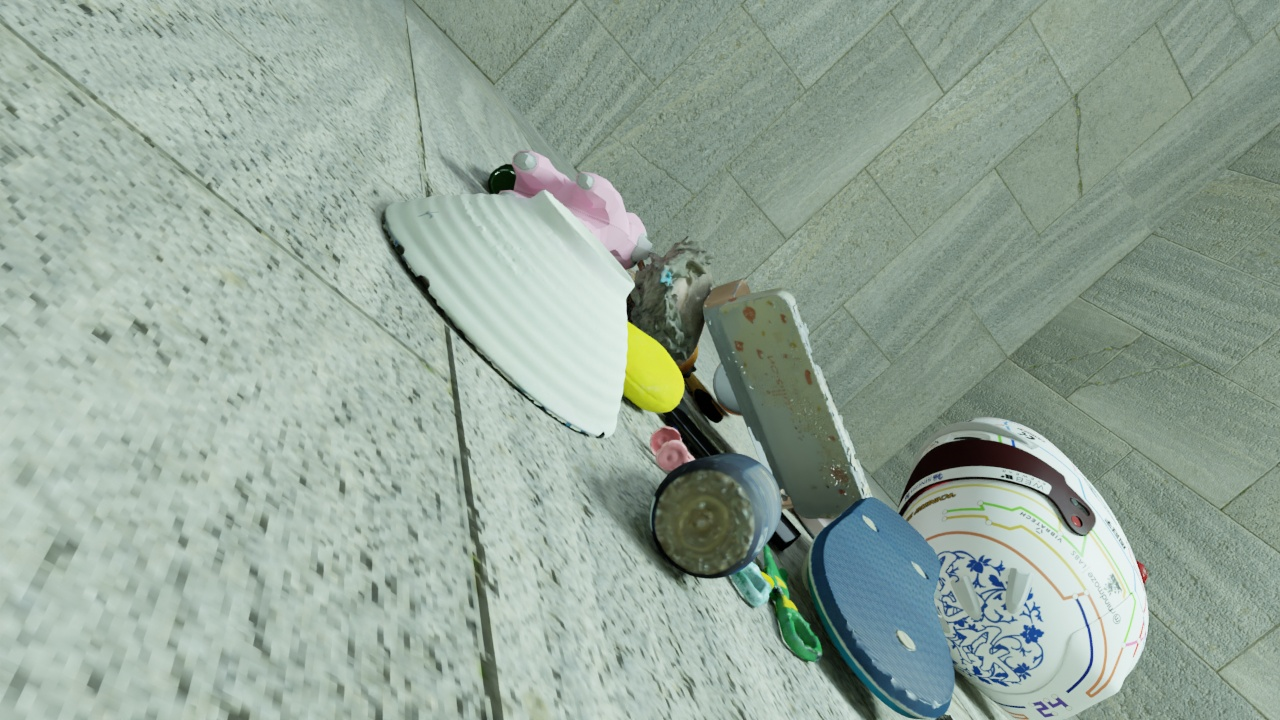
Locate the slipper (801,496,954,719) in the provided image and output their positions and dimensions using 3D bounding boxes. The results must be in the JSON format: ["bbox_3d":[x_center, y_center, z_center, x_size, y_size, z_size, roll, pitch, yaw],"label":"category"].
[{"bbox_3d":[0.161,0.167,0.651,0.118,0.060,0.294,46,18,9],"label":"slipper"}]

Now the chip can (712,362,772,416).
[{"bbox_3d":[0.112,0.029,1.002,0.062,0.062,0.210,48,1,6],"label":"chip can"}]

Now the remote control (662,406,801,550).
[{"bbox_3d":[0.069,0.087,0.708,0.140,0.021,0.045,48,6,16],"label":"remote control"}]

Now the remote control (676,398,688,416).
[{"bbox_3d":[-0.005,0.004,0.759,0.124,0.010,0.039,43,8,-23],"label":"remote control"}]

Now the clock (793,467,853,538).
[{"bbox_3d":[0.203,0.160,0.934,0.158,0.059,0.116,48,7,13],"label":"clock"}]

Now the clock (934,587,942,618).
[{"bbox_3d":[0.207,0.190,0.786,0.110,0.062,0.156,49,8,13],"label":"clock"}]

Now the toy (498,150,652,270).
[{"bbox_3d":[-0.056,-0.129,0.835,0.123,0.067,0.157,22,-2,17],"label":"toy"}]

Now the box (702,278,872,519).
[{"bbox_3d":[0.135,0.031,0.819,0.120,0.094,0.217,-62,132,-67],"label":"box"}]

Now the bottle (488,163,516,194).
[{"bbox_3d":[-0.133,-0.183,0.928,0.033,0.033,0.123,45,7,-14],"label":"bottle"}]

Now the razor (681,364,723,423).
[{"bbox_3d":[0.059,0.026,0.965,0.044,0.021,0.144,58,1,-30],"label":"razor"}]

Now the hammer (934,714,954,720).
[{"bbox_3d":[0.248,0.294,0.584,0.140,0.036,0.326,53,9,31],"label":"hammer"}]

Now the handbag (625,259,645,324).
[{"bbox_3d":[-0.031,-0.117,0.978,0.093,0.043,0.195,32,33,-40],"label":"handbag"}]

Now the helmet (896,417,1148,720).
[{"bbox_3d":[0.394,0.225,0.996,0.235,0.232,0.314,-22,71,-43],"label":"helmet"}]

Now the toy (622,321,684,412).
[{"bbox_3d":[-0.006,0.000,0.666,0.094,0.041,0.095,36,13,-34],"label":"toy"}]

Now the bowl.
[{"bbox_3d":[-0.053,-0.045,0.515,0.177,0.071,0.177,46,7,-8],"label":"bowl"}]

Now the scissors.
[{"bbox_3d":[0.073,0.129,0.551,0.078,0.013,0.132,46,9,-8],"label":"scissors"}]

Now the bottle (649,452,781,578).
[{"bbox_3d":[0.046,0.077,0.489,0.056,0.056,0.160,49,8,11],"label":"bottle"}]

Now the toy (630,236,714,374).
[{"bbox_3d":[0.029,-0.041,0.882,0.076,0.132,0.176,12,-23,13],"label":"toy"}]

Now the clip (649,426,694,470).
[{"bbox_3d":[0.027,0.065,0.590,0.059,0.022,0.039,50,3,-23],"label":"clip"}]
